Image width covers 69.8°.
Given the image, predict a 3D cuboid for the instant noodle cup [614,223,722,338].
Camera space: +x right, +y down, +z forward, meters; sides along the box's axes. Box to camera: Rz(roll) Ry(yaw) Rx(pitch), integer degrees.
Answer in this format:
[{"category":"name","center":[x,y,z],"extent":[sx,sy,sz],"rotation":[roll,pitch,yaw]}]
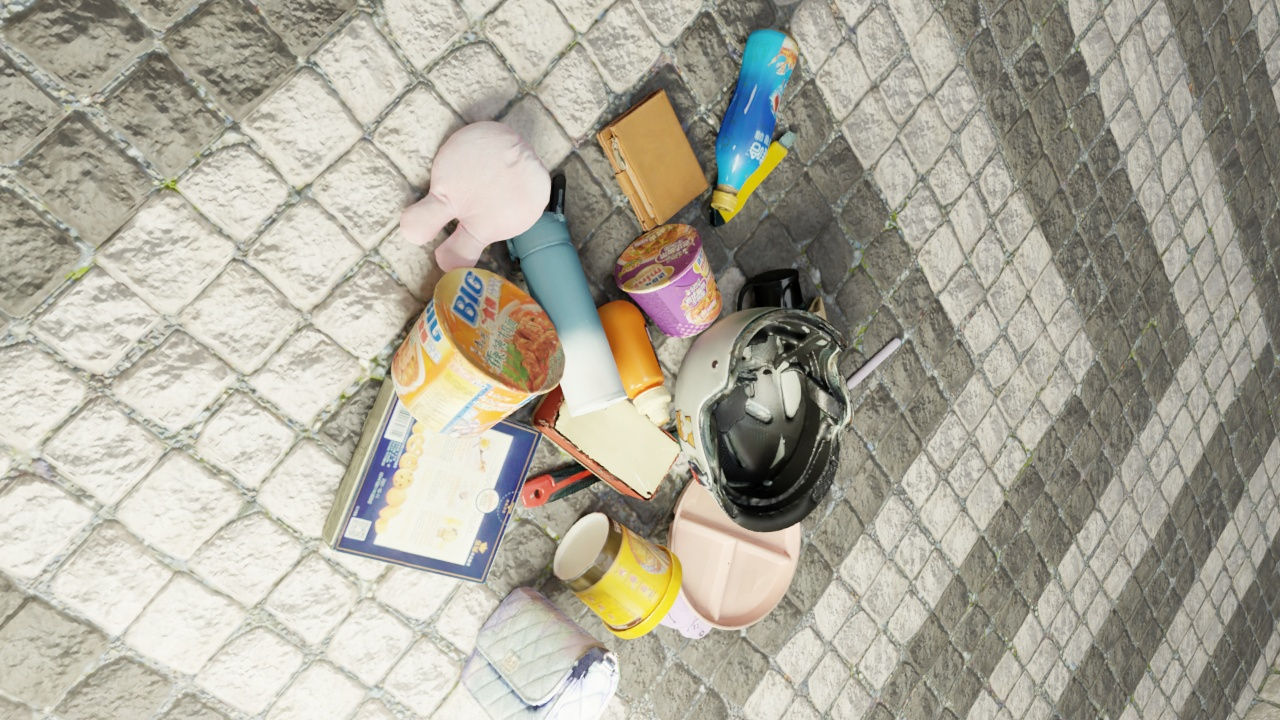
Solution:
[{"category":"instant noodle cup","center":[0.041,-0.087,1.070],"extent":[0.111,0.112,0.099],"rotation":[-50,129,-16]}]

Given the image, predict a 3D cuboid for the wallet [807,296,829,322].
[{"category":"wallet","center":[0.248,-0.024,1.244],"extent":[0.087,0.024,0.115],"rotation":[-59,137,-66]}]

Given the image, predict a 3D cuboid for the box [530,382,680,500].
[{"category":"box","center":[-0.033,0.084,1.055],"extent":[0.168,0.076,0.091],"rotation":[41,71,-27]}]

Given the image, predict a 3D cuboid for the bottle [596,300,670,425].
[{"category":"bottle","center":[-0.006,0.006,1.037],"extent":[0.066,0.067,0.149],"rotation":[-16,70,-31]}]

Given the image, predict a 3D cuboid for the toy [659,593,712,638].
[{"category":"toy","center":[0.059,0.323,1.199],"extent":[0.108,0.039,0.083],"rotation":[34,70,-33]}]

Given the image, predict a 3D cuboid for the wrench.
[{"category":"wrench","center":[-0.024,0.129,1.118],"extent":[0.272,0.016,0.056],"rotation":[-11,101,-33]}]

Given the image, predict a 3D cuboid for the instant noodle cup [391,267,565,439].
[{"category":"instant noodle cup","center":[-0.166,0.000,0.909],"extent":[0.151,0.151,0.112],"rotation":[24,129,-35]}]

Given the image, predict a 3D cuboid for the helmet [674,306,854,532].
[{"category":"helmet","center":[0.132,0.057,1.121],"extent":[0.229,0.157,0.274],"rotation":[-22,119,-26]}]

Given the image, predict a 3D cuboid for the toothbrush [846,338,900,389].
[{"category":"toothbrush","center":[0.319,0.026,1.330],"extent":[0.188,0.029,0.021],"rotation":[-41,81,-22]}]

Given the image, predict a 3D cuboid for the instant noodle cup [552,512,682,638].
[{"category":"instant noodle cup","center":[-0.032,0.248,1.081],"extent":[0.114,0.119,0.118],"rotation":[41,76,-25]}]

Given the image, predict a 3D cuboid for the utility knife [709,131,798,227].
[{"category":"utility knife","center":[0.144,-0.232,1.162],"extent":[0.180,0.015,0.033],"rotation":[-47,126,-18]}]

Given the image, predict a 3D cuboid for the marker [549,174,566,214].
[{"category":"marker","center":[-0.094,-0.144,1.018],"extent":[0.018,0.015,0.124],"rotation":[2,97,-38]}]

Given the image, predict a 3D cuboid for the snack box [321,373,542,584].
[{"category":"snack box","center":[-0.216,0.129,0.970],"extent":[0.182,0.046,0.178],"rotation":[24,85,-35]}]

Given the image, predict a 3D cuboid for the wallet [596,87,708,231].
[{"category":"wallet","center":[0.016,-0.232,1.066],"extent":[0.107,0.031,0.132],"rotation":[-43,119,-24]}]

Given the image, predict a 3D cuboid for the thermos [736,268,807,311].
[{"category":"thermos","center":[0.187,0.005,1.216],"extent":[0.090,0.068,0.243],"rotation":[-14,107,1]}]

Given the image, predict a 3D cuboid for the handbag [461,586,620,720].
[{"category":"handbag","center":[-0.113,0.335,0.989],"extent":[0.075,0.194,0.134],"rotation":[44,74,-29]}]

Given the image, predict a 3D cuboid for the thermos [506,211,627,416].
[{"category":"thermos","center":[-0.080,-0.052,0.973],"extent":[0.070,0.070,0.220],"rotation":[-17,83,-31]}]

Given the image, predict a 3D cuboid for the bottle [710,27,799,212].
[{"category":"bottle","center":[0.131,-0.288,1.113],"extent":[0.065,0.065,0.218],"rotation":[19,89,-35]}]

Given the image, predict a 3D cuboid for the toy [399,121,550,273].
[{"category":"toy","center":[-0.168,-0.165,0.929],"extent":[0.121,0.054,0.159],"rotation":[42,78,-3]}]

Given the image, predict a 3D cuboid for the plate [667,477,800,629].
[{"category":"plate","center":[0.123,0.237,1.210],"extent":[0.229,0.028,0.229],"rotation":[2,87,-36]}]
